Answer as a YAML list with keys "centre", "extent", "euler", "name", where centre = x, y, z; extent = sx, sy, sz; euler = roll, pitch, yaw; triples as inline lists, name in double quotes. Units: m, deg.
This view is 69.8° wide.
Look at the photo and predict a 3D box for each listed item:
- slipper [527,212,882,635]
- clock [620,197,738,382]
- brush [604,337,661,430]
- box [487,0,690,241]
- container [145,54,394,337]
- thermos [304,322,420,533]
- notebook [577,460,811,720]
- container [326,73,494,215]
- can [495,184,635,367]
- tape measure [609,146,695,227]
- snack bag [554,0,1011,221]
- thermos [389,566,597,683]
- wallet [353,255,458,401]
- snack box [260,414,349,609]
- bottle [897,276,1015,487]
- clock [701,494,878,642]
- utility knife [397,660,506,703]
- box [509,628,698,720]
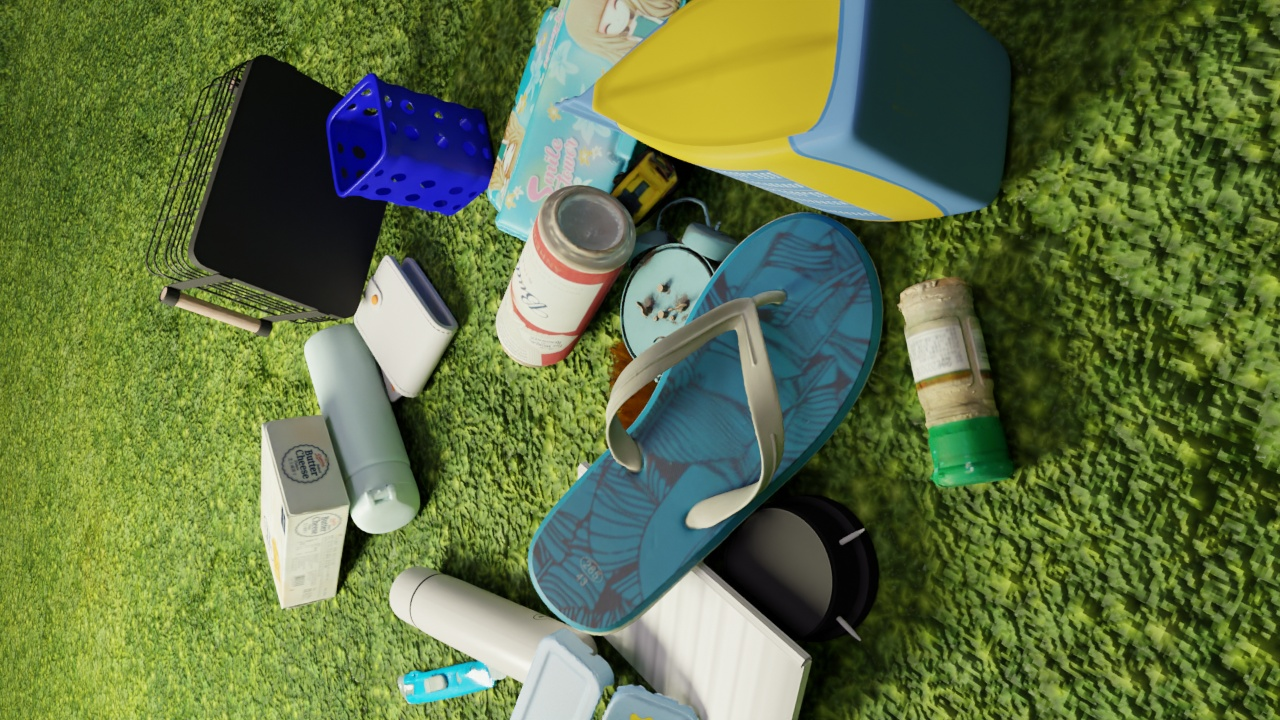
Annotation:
- centre: [0.038, 0.040, 0.541]
  extent: [0.118, 0.060, 0.295]
  euler: [39, 92, 11]
  name: "slipper"
- centre: [0.030, -0.048, 0.623]
  extent: [0.090, 0.053, 0.124]
  euler: [1, 88, 42]
  name: "clock"
- centre: [-0.004, 0.004, 0.676]
  extent: [0.048, 0.017, 0.126]
  euler: [-8, 82, 43]
  name: "brush"
- centre: [-0.058, -0.206, 0.712]
  extent: [0.182, 0.071, 0.227]
  euler: [34, 111, 38]
  name: "box"
- centre: [-0.355, -0.156, 0.892]
  extent: [0.130, 0.162, 0.241]
  euler: [-1, 72, 43]
  name: "container"
- centre: [-0.270, 0.065, 0.890]
  extent: [0.078, 0.065, 0.206]
  euler: [105, 144, -59]
  name: "thermos"
- centre: [0.022, 0.176, 0.608]
  extent: [0.210, 0.009, 0.143]
  euler: [35, 134, 39]
  name: "notebook"
- centre: [-0.200, -0.185, 0.807]
  extent: [0.085, 0.113, 0.084]
  euler: [-26, 70, 39]
  name: "container"
- centre: [-0.059, -0.055, 0.662]
  extent: [0.171, 0.067, 0.067]
  euler: [128, 129, -58]
  name: "can"
- centre: [0.006, -0.126, 0.642]
  extent: [0.038, 0.067, 0.063]
  euler: [44, 123, -5]
  name: "tape measure"
- centre: [0.075, -0.138, 0.515]
  extent: [0.206, 0.158, 0.102]
  euler: [4, 87, 45]
  name: "snack bag"
- centre: [-0.130, 0.218, 0.756]
  extent: [0.225, 0.052, 0.052]
  euler: [7, 92, 43]
  name: "thermos"
- centre: [-0.233, -0.025, 0.882]
  extent: [0.118, 0.037, 0.115]
  euler: [51, 120, 29]
  name: "wallet"
- centre: [-0.335, 0.153, 0.905]
  extent: [0.104, 0.057, 0.208]
  euler: [63, 147, 28]
  name: "snack box"
- centre: [0.169, 0.012, 0.496]
  extent: [0.043, 0.043, 0.111]
  euler: [-20, 73, 41]
  name: "bottle"
- centre: [0.085, 0.128, 0.566]
  extent: [0.121, 0.042, 0.091]
  euler: [2, 88, 43]
  name: "clock"
- centre: [-0.168, 0.283, 0.814]
  extent: [0.175, 0.015, 0.031]
  euler: [-27, 74, 38]
  name: "utility knife"
- centre: [-0.047, 0.299, 0.648]
  extent: [0.127, 0.034, 0.209]
  euler: [28, 112, 17]
  name: "box"
